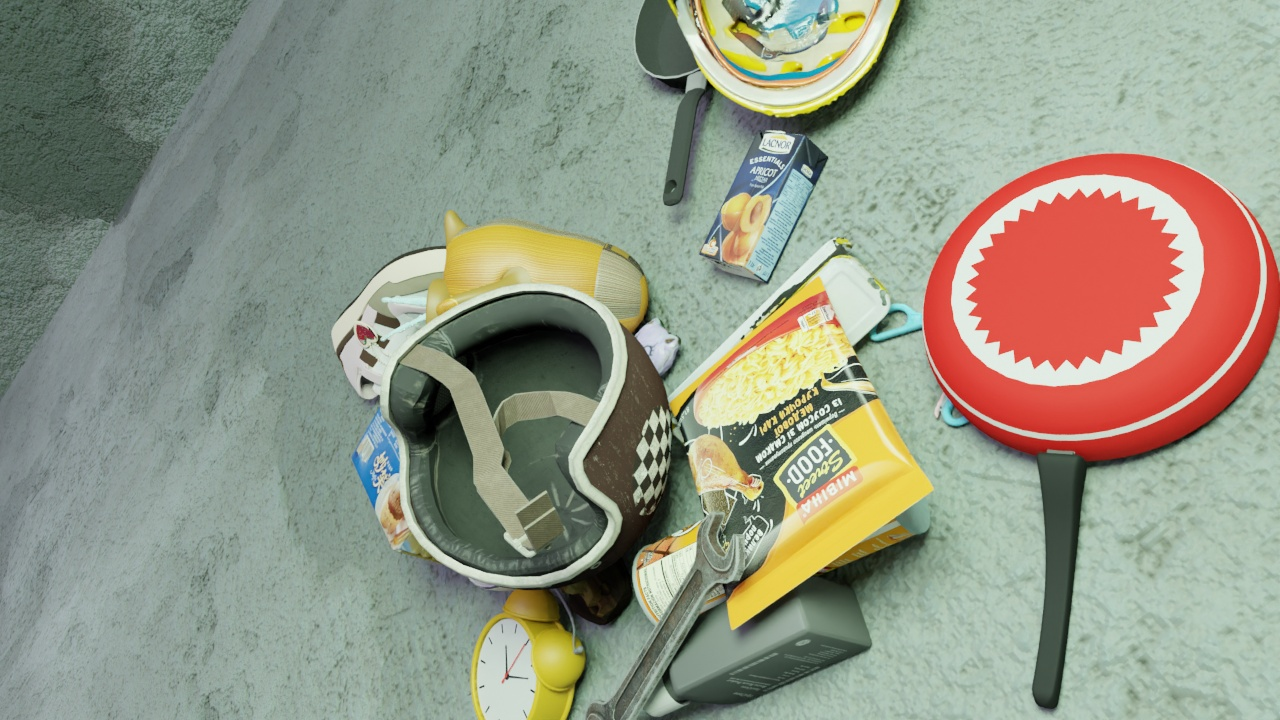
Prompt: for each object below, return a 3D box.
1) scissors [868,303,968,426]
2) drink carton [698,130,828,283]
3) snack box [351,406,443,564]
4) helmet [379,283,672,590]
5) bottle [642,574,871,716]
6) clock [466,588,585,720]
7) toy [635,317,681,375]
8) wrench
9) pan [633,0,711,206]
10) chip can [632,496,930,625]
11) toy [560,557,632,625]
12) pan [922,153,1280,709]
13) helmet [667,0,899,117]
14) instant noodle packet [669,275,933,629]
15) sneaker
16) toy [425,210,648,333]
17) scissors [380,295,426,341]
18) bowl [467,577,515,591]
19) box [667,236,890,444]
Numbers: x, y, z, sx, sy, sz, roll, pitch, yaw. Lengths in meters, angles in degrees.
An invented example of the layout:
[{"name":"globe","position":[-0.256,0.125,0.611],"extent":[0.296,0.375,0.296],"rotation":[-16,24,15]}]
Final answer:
[{"name":"scissors","position":[0.223,-0.019,0.675],"extent":[0.136,0.015,0.135],"rotation":[7,70,46]},{"name":"drink carton","position":[0.111,-0.140,0.825],"extent":[0.064,0.040,0.130],"rotation":[25,88,48]},{"name":"snack box","position":[-0.209,0.087,0.929],"extent":[0.155,0.069,0.203],"rotation":[-59,34,4]},{"name":"helmet","position":[-0.083,0.062,0.713],"extent":[0.234,0.254,0.233],"rotation":[16,54,26]},{"name":"bottle","position":[0.068,0.211,0.660],"extent":[0.174,0.083,0.046],"rotation":[-36,48,29]},{"name":"clock","position":[-0.101,0.270,0.815],"extent":[0.113,0.052,0.152],"rotation":[49,117,45]},{"name":"toy","position":[-0.005,0.005,0.873],"extent":[0.100,0.036,0.080],"rotation":[-56,35,10]},{"name":"wrench","position":[0.011,0.211,0.655],"extent":[0.274,0.010,0.070],"rotation":[-65,31,31]},{"name":"pan","position":[0.068,-0.312,0.952],"extent":[0.205,0.044,0.355],"rotation":[-9,64,43]},{"name":"chip can","position":[0.097,0.132,0.675],"extent":[0.216,0.075,0.075],"rotation":[-33,50,30]},{"name":"toy","position":[-0.050,0.183,0.804],"extent":[0.100,0.062,0.076],"rotation":[44,122,29]},{"name":"pan","position":[0.266,0.029,0.571],"extent":[0.209,0.067,0.355],"rotation":[0,68,41]},{"name":"helmet","position":[0.135,-0.346,0.818],"extent":[0.209,0.139,0.240],"rotation":[2,110,17]},{"name":"instant noodle packet","position":[0.097,0.054,0.643],"extent":[0.160,0.032,0.220],"rotation":[-42,35,22]},{"name":"sneaker","position":[-0.288,-0.036,1.128],"extent":[0.295,0.111,0.116],"rotation":[-29,71,38]},{"name":"toy","position":[-0.093,-0.060,0.901],"extent":[0.198,0.203,0.163],"rotation":[-70,-17,-75]},{"name":"scissors","position":[-0.205,-0.058,1.002],"extent":[0.170,0.028,0.138],"rotation":[-29,56,-4]},{"name":"bowl","position":[-0.115,0.167,0.882],"extent":[0.114,0.063,0.113],"rotation":[-22,56,37]},{"name":"box","position":[0.113,-0.002,0.751],"extent":[0.210,0.079,0.080],"rotation":[-47,74,21]}]
